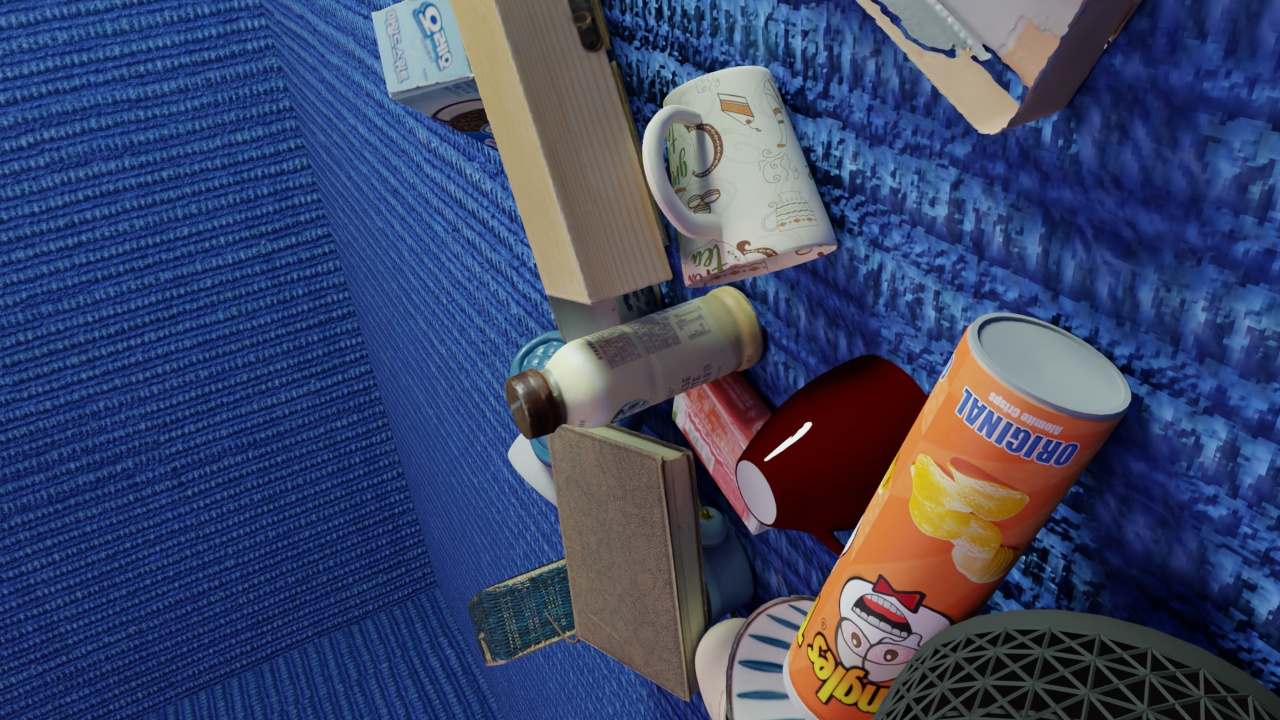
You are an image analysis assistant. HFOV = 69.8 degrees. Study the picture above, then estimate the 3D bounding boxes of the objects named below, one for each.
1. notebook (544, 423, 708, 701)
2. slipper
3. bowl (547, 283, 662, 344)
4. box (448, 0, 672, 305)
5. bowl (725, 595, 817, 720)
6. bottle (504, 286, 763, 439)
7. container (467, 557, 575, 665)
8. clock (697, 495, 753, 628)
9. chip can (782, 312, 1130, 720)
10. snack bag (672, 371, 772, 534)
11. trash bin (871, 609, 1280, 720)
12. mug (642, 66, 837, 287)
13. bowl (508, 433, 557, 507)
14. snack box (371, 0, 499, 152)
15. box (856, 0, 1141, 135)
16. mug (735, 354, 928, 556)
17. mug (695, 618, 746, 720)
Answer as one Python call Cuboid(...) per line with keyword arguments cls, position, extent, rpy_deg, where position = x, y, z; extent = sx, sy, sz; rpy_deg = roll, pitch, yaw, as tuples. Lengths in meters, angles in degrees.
Cuboid(cls="notebook", position=(-0.026, 0.151, 0.745), extent=(0.190, 0.034, 0.215), rpy_deg=(12, 116, 45))
Cuboid(cls="slipper", position=(-0.073, 0.030, 0.849), extent=(0.059, 0.103, 0.213), rpy_deg=(56, 175, -37))
Cuboid(cls="bowl", position=(-0.020, -0.043, 0.719), extent=(0.150, 0.056, 0.151), rpy_deg=(50, 151, 40))
Cuboid(cls="box", position=(-0.048, -0.167, 0.525), extent=(0.260, 0.097, 0.247), rpy_deg=(-60, -45, -75))
Cuboid(cls="bowl", position=(0.134, 0.218, 0.539), extent=(0.177, 0.070, 0.177), rpy_deg=(14, 108, 51))
Cuboid(cls="bottle", position=(-0.003, 0.003, 0.575), extent=(0.056, 0.161, 0.057), rpy_deg=(51, 153, 39))
Cuboid(cls="container", position=(-0.073, 0.238, 0.925), extent=(0.071, 0.187, 0.146), rpy_deg=(69, 159, 12))
Cuboid(cls="clock", position=(0.047, 0.157, 0.747), extent=(0.089, 0.051, 0.124), rpy_deg=(5, 113, 67))
Cuboid(cls="chip can", position=(0.126, 0.082, 0.400), extent=(0.062, 0.062, 0.211), rpy_deg=(52, 138, 39))
Cuboid(cls="snack bag", position=(0.066, 0.053, 0.629), extent=(0.116, 0.036, 0.077), rpy_deg=(55, 154, 33))
Cuboid(cls="trash bin", position=(0.126, 0.222, 0.283), extent=(0.217, 0.242, 0.217), rpy_deg=(17, 128, 23))
Cuboid(cls="mug", position=(0.038, -0.093, 0.463), extent=(0.081, 0.121, 0.097), rpy_deg=(-15, 88, 40))
Cuboid(cls="bowl", position=(-0.060, 0.106, 0.902), extent=(0.132, 0.064, 0.132), rpy_deg=(39, 180, -1))
Cuboid(cls="snack box", position=(-0.104, -0.187, 0.633), extent=(0.226, 0.059, 0.059), rpy_deg=(-14, -88, -79))
Cuboid(cls="box", position=(0.100, -0.201, 0.317), extent=(0.216, 0.042, 0.149), rpy_deg=(59, 161, 25))
Cuboid(cls="mug", position=(0.102, 0.064, 0.476), extent=(0.114, 0.088, 0.087), rpy_deg=(64, 158, 13))
Cuboid(cls="mug", position=(0.093, 0.238, 0.655), extent=(0.111, 0.085, 0.104), rpy_deg=(43, 172, -10))
